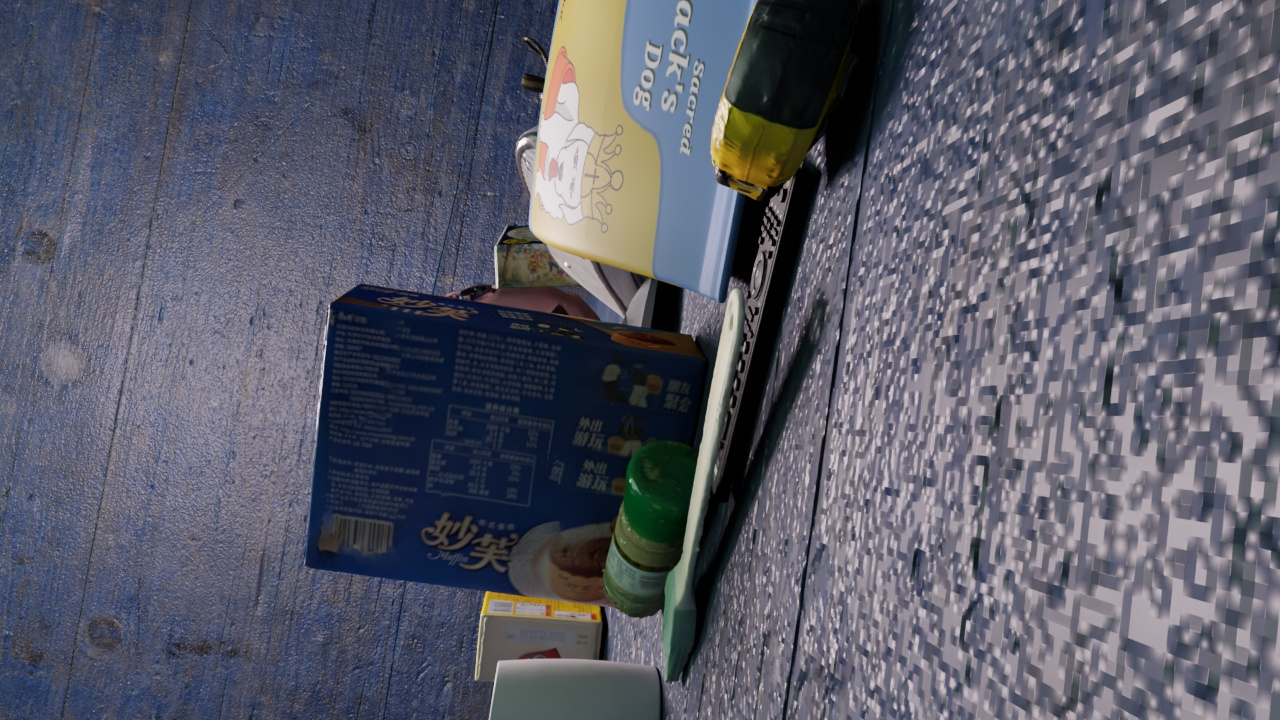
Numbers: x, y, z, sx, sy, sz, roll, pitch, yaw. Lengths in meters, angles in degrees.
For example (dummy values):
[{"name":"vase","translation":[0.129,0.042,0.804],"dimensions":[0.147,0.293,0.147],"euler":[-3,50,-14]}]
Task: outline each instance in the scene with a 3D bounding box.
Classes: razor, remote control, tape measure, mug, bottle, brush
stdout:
[{"name":"razor","translation":[-0.004,0.004,0.650],"dimensions":[0.156,0.060,0.057],"euler":[-63,-12,-18]},{"name":"remote control","translation":[0.045,-0.009,0.370],"dimensions":[0.030,0.009,0.140],"euler":[-94,14,-66]},{"name":"tape measure","translation":[0.049,-0.093,0.306],"dimensions":[0.064,0.037,0.065],"euler":[99,-169,-75]},{"name":"mug","translation":[-0.041,0.206,0.518],"dimensions":[0.114,0.087,0.081],"euler":[142,137,-82]},{"name":"bottle","translation":[0.007,0.088,0.461],"dimensions":[0.111,0.043,0.043],"euler":[103,173,-46]},{"name":"brush","translation":[0.024,0.062,0.381],"dimensions":[0.033,0.012,0.218],"euler":[-93,7,-51]}]

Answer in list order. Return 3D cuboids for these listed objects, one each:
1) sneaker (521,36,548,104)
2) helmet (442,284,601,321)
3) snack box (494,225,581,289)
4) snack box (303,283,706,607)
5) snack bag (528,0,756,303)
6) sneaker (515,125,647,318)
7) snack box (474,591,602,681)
[{"name":"sneaker","translation":[-0.052,-0.271,0.932],"dimensions":[0.237,0.143,0.101],"euler":[-52,-28,-69]},{"name":"helmet","translation":[-0.093,0.029,0.884],"dimensions":[0.255,0.152,0.230],"euler":[-75,-31,-82]},{"name":"snack box","translation":[-0.062,-0.103,0.879],"dimensions":[0.144,0.145,0.043],"euler":[-103,13,-74]},{"name":"snack box","translation":[-0.078,0.050,0.533],"dimensions":[0.069,0.202,0.155],"euler":[-103,22,-77]},{"name":"snack bag","translation":[0.015,-0.121,0.463],"dimensions":[0.205,0.102,0.159],"euler":[-142,59,-67]},{"name":"sneaker","translation":[-0.007,-0.118,0.694],"dimensions":[0.128,0.097,0.263],"euler":[-44,-22,-12]},{"name":"snack box","translation":[-0.098,0.250,0.911],"dimensions":[0.230,0.110,0.061],"euler":[-163,78,-84]}]
